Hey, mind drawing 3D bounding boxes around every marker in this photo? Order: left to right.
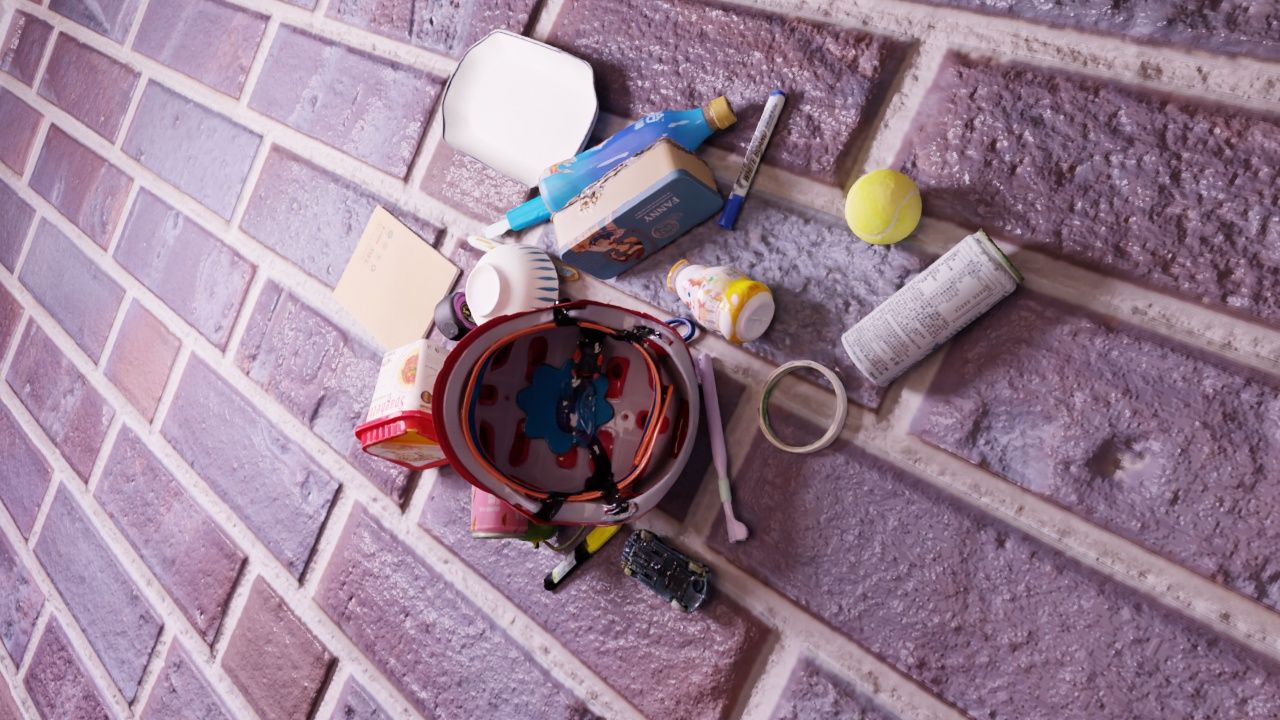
[{"bbox_3d":[-0.062,0.203,0.962,0.124,0.015,0.018,-46,57,22],"label":"marker"},{"bbox_3d":[0.112,-0.202,0.922,0.017,0.017,0.146,25,95,36],"label":"marker"}]

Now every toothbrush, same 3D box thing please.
[{"bbox_3d":[-0.145,-0.124,1.087,0.191,0.018,0.016,22,91,36],"label":"toothbrush"},{"bbox_3d":[0.078,0.080,0.885,0.029,0.021,0.189,136,129,-58],"label":"toothbrush"}]

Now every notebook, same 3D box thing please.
[{"bbox_3d":[-0.330,-0.102,1.220,0.208,0.008,0.148,37,102,35],"label":"notebook"}]

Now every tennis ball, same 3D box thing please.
[{"bbox_3d":[0.213,-0.135,0.806,0.066,0.065,0.065,-8,75,34],"label":"tennis ball"}]

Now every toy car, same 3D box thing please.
[{"bbox_3d":[0.027,0.203,0.886,0.106,0.031,0.049,27,97,38],"label":"toy car"}]

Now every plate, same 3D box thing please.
[{"bbox_3d":[-0.145,-0.305,1.116,0.266,0.034,0.162,31,98,36],"label":"plate"}]

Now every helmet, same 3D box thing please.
[{"bbox_3d":[-0.069,0.047,0.879,0.240,0.144,0.207,9,89,-3],"label":"helmet"}]

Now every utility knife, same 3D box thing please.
[{"bbox_3d":[-0.116,-0.179,1.076,0.188,0.018,0.034,-17,73,30],"label":"utility knife"}]

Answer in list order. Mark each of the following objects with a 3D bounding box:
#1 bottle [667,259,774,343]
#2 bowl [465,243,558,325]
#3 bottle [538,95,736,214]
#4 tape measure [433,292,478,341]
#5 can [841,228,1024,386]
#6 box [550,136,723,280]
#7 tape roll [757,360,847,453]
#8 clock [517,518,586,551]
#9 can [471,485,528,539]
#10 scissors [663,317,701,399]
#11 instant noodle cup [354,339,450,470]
[{"bbox_3d":[0.075,-0.062,0.890,0.108,0.063,0.063,33,99,36],"label":"bottle"},{"bbox_3d":[-0.155,-0.077,1.042,0.117,0.066,0.116,-1,89,40],"label":"bowl"},{"bbox_3d":[-0.002,-0.216,0.971,0.219,0.065,0.065,-22,67,19],"label":"bottle"},{"bbox_3d":[-0.220,-0.051,1.101,0.039,0.057,0.058,-24,75,30],"label":"tape measure"},{"bbox_3d":[0.242,-0.042,0.769,0.147,0.058,0.058,-41,60,21],"label":"can"},{"bbox_3d":[-0.001,-0.157,0.949,0.185,0.089,0.061,-29,60,31],"label":"box"},{"bbox_3d":[0.148,0.042,0.846,0.086,0.014,0.085,-9,75,34],"label":"tape roll"},{"bbox_3d":[-0.104,0.128,0.981,0.116,0.056,0.161,-46,58,20],"label":"clock"},{"bbox_3d":[-0.143,0.108,0.940,0.058,0.057,0.147,-9,75,34],"label":"can"},{"bbox_3d":[-0.001,0.018,0.959,0.164,0.012,0.160,-53,56,17],"label":"scissors"},{"bbox_3d":[-0.259,0.051,1.080,0.117,0.116,0.124,-19,58,31],"label":"instant noodle cup"}]
